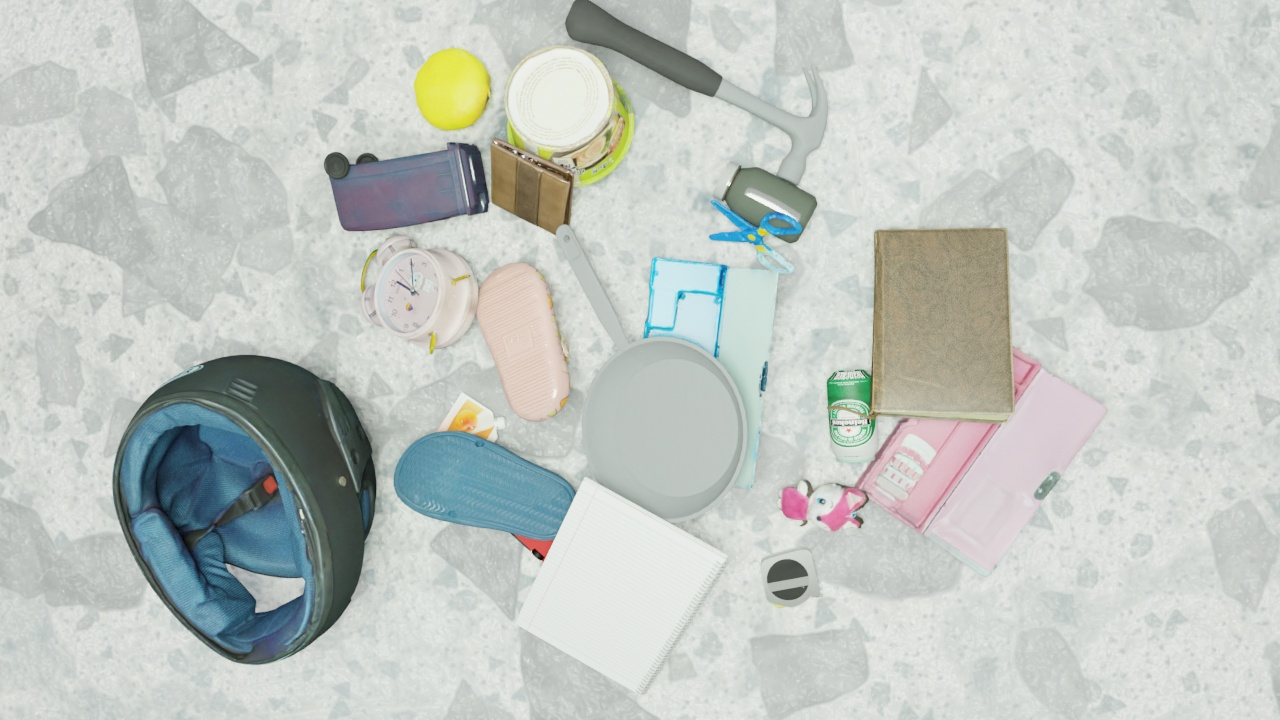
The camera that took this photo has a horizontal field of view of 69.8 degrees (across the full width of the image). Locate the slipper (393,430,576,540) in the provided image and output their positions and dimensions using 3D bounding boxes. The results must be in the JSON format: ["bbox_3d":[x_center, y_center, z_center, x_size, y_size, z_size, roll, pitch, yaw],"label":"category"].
[{"bbox_3d":[-0.176,0.145,1.059,0.214,0.059,0.103,16,80,-1],"label":"slipper"}]

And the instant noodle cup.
[{"bbox_3d":[-0.083,-0.274,1.015,0.146,0.098,0.146,-1,82,5],"label":"instant noodle cup"}]

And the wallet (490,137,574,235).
[{"bbox_3d":[-0.123,-0.191,1.029,0.099,0.121,0.026,27,67,4],"label":"wallet"}]

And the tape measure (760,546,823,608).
[{"bbox_3d":[0.174,0.253,1.065,0.065,0.016,0.064,-13,91,7],"label":"tape measure"}]

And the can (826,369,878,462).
[{"bbox_3d":[0.238,0.062,1.030,0.053,0.053,0.101,-4,92,6],"label":"can"}]

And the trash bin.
[{"bbox_3d":[-0.262,-0.202,1.052,0.161,0.093,0.092,-7,101,8],"label":"trash bin"}]

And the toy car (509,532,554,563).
[{"bbox_3d":[-0.131,0.199,1.091,0.089,0.025,0.038,42,89,0],"label":"toy car"}]

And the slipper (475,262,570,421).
[{"bbox_3d":[-0.120,-0.020,1.049,0.093,0.081,0.197,-28,65,18],"label":"slipper"}]

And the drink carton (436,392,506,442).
[{"bbox_3d":[-0.217,0.105,1.094,0.069,0.039,0.122,32,90,4],"label":"drink carton"}]

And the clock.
[{"bbox_3d":[-0.264,-0.081,1.061,0.158,0.058,0.117,27,98,28],"label":"clock"}]

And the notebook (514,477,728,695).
[{"bbox_3d":[-0.027,0.263,1.040,0.178,0.013,0.246,28,121,5],"label":"notebook"}]

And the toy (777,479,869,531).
[{"bbox_3d":[0.204,0.171,1.038,0.102,0.050,0.065,6,127,16],"label":"toy"}]

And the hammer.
[{"bbox_3d":[0.066,-0.312,1.001,0.310,0.029,0.125,23,92,-12],"label":"hammer"}]

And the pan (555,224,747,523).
[{"bbox_3d":[-0.006,0.006,1.015,0.201,0.050,0.356,-31,76,26],"label":"pan"}]

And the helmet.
[{"bbox_3d":[-0.407,0.147,1.012,0.249,0.235,0.316,-28,91,7],"label":"helmet"}]

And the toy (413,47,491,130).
[{"bbox_3d":[-0.219,-0.315,1.067,0.094,0.041,0.095,14,95,10],"label":"toy"}]

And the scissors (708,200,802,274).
[{"bbox_3d":[0.131,-0.136,1.026,0.126,0.127,0.015,5,50,41],"label":"scissors"}]

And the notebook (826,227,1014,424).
[{"bbox_3d":[0.305,-0.039,0.998,0.190,0.034,0.215,1,76,10],"label":"notebook"}]

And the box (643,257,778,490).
[{"bbox_3d":[0.077,0.012,1.039,0.170,0.071,0.243,9,94,29],"label":"box"}]

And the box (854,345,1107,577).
[{"bbox_3d":[0.376,0.099,1.025,0.179,0.039,0.233,36,96,8],"label":"box"}]

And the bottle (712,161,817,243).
[{"bbox_3d":[0.138,-0.179,1.025,0.108,0.060,0.060,28,95,4],"label":"bottle"}]
